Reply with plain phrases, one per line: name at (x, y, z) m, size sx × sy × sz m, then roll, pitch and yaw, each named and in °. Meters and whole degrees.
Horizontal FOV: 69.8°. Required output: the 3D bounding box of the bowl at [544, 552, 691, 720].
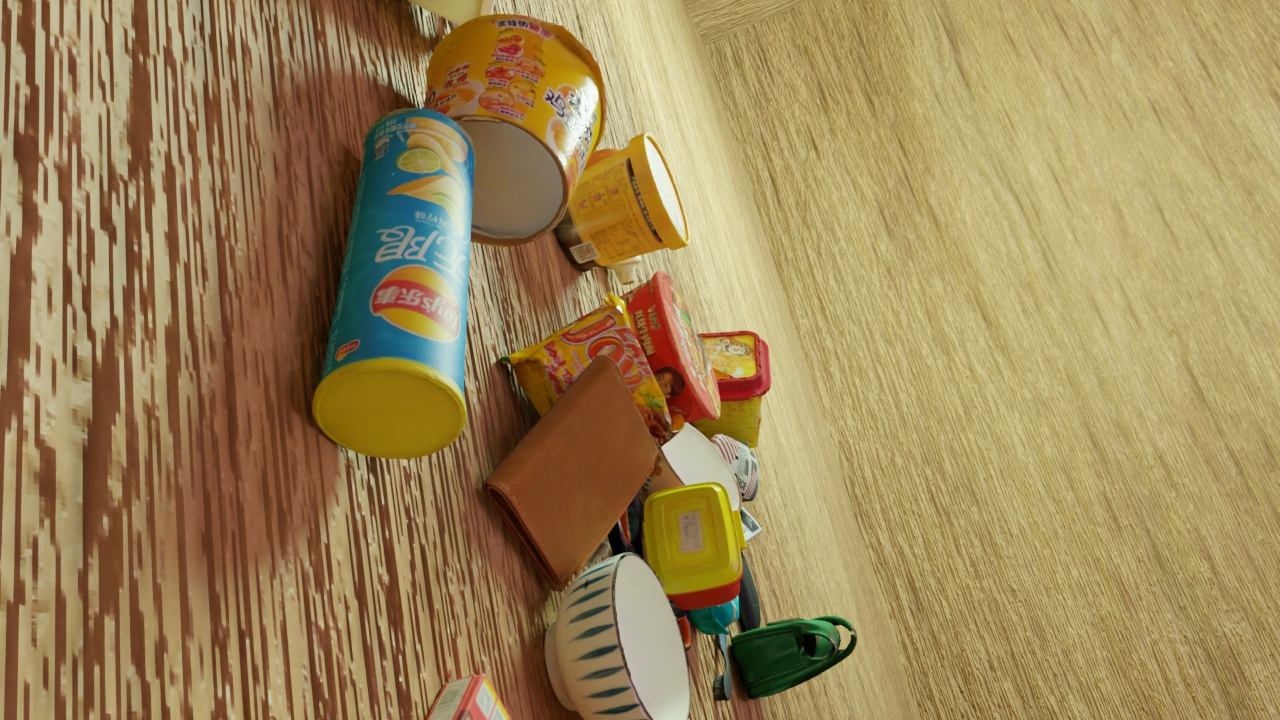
bowl at (-0.020, 0.189, 0.593) m, size 0.116 × 0.066 × 0.116 m, roll -20°, pitch 90°, yaw -75°

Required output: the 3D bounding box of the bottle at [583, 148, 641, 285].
bottle at (-0.030, -0.158, 1.025) m, size 0.066 × 0.067 × 0.149 m, roll -15°, pitch 93°, yaw -75°

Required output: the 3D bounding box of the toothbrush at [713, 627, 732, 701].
toothbrush at (0.083, 0.282, 0.955) m, size 0.014 × 0.016 × 0.189 m, roll 55°, pitch 17°, yaw -20°

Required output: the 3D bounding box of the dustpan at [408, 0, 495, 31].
dustpan at (-0.123, -0.374, 0.685) m, size 0.138 × 0.274 × 0.222 m, roll 8°, pitch 63°, yaw -45°

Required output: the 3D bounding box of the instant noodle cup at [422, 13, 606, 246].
instant noodle cup at (-0.097, -0.156, 0.650) m, size 0.109 × 0.138 × 0.138 m, roll -83°, pitch 150°, yaw -44°

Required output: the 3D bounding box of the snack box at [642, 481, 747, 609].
snack box at (0.049, 0.159, 0.771) m, size 0.080 × 0.082 × 0.091 m, roll 70°, pitch 10°, yaw -54°

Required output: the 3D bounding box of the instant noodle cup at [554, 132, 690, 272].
instant noodle cup at (-0.023, -0.151, 0.922) m, size 0.118 × 0.114 × 0.118 m, roll -20°, pitch 90°, yaw -76°

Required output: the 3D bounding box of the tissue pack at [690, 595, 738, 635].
tissue pack at (0.061, 0.195, 0.907) m, size 0.133 × 0.050 × 0.093 m, roll -87°, pitch 154°, yaw -55°

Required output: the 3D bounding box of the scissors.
scissors at (0.002, 0.195, 0.751) m, size 0.233 × 0.022 × 0.220 m, roll 40°, pitch 33°, yaw -64°

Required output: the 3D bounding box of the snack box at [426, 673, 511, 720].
snack box at (-0.064, 0.238, 0.450) m, size 0.075 × 0.025 × 0.153 m, roll -67°, pitch 135°, yaw -67°

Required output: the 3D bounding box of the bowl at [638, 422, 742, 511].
bowl at (0.035, 0.115, 0.865) m, size 0.113 × 0.062 × 0.113 m, roll 40°, pitch 22°, yaw -21°

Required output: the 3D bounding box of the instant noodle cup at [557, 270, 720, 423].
instant noodle cup at (-0.005, 0.005, 0.797) m, size 0.137 × 0.109 × 0.138 m, roll -20°, pitch 90°, yaw -77°

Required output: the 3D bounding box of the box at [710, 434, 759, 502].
box at (0.109, 0.129, 1.080) m, size 0.163 × 0.082 × 0.075 m, roll 38°, pitch 25°, yaw -60°

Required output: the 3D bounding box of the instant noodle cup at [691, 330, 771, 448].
instant noodle cup at (0.106, 0.042, 1.144) m, size 0.116 × 0.116 × 0.124 m, roll -84°, pitch 168°, yaw -50°

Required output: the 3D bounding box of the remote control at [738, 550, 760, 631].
remote control at (0.120, 0.262, 1.081) m, size 0.053 × 0.024 × 0.136 m, roll 13°, pitch 58°, yaw -71°

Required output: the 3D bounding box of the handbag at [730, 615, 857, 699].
handbag at (0.167, 0.317, 0.993) m, size 0.131 × 0.120 × 0.068 m, roll 27°, pitch 43°, yaw -59°

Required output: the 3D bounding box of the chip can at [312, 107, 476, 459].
chip can at (-0.127, -0.051, 0.504) m, size 0.071 × 0.071 × 0.209 m, roll 55°, pitch 21°, yaw -45°

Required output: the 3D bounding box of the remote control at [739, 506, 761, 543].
remote control at (0.110, 0.194, 1.096) m, size 0.058 × 0.021 × 0.150 m, roll 46°, pitch 10°, yaw 14°

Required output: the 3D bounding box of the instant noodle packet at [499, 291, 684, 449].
instant noodle packet at (-0.033, 0.025, 0.696) m, size 0.044 × 0.110 × 0.128 m, roll 9°, pitch -53°, yaw 65°

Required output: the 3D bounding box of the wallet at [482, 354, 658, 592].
wallet at (-0.040, 0.077, 0.627) m, size 0.131 × 0.031 × 0.108 m, roll -50°, pitch 128°, yaw -35°
